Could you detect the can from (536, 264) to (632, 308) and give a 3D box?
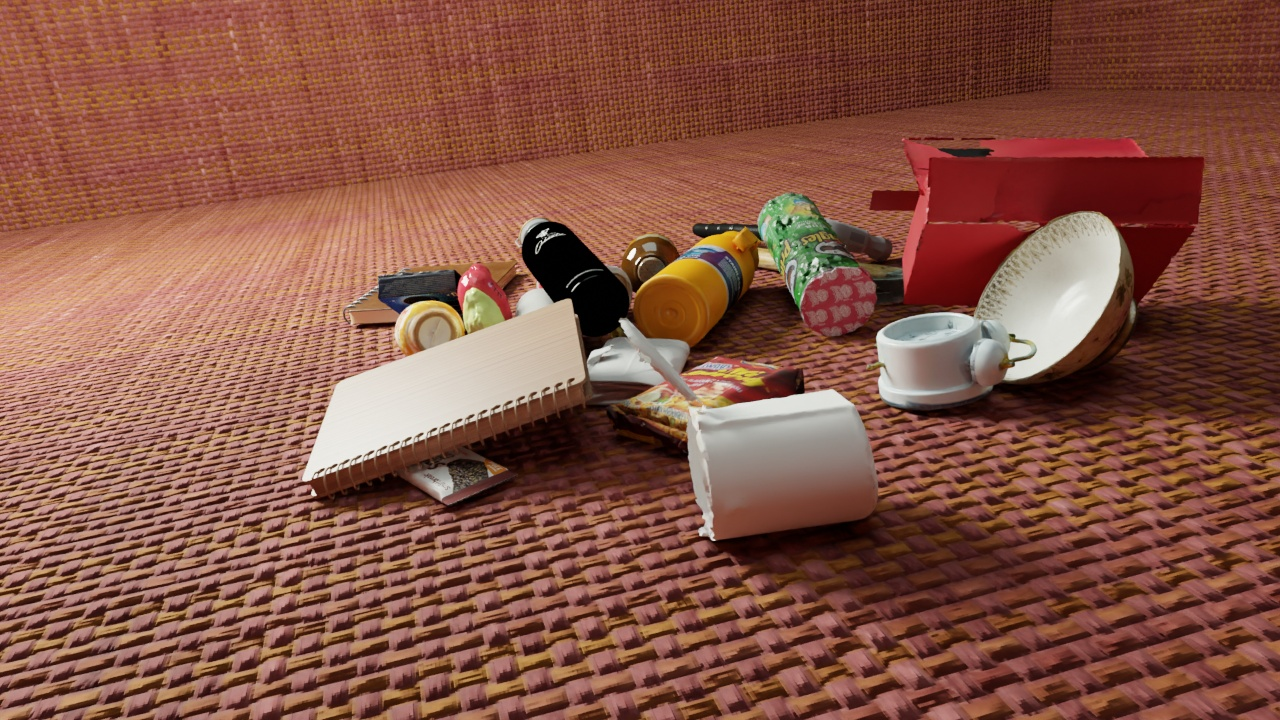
[{"bbox_3d":[-0.063,-0.076,1.002,0.064,0.064,0.105,-21,23,-37],"label":"can"}]

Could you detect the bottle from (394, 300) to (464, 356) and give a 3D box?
[{"bbox_3d":[-0.213,-0.028,0.916,0.063,0.063,0.109,-13,7,-20],"label":"bottle"}]

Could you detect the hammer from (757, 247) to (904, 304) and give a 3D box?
[{"bbox_3d":[0.206,-0.109,1.066,0.132,0.033,0.331,-19,22,-31],"label":"hammer"}]

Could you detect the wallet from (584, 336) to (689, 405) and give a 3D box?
[{"bbox_3d":[-0.005,0.005,0.795,0.086,0.032,0.116,-1,19,9],"label":"wallet"}]

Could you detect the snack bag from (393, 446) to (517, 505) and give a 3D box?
[{"bbox_3d":[-0.156,0.072,0.674,0.056,0.013,0.158,-22,24,-35],"label":"snack bag"}]

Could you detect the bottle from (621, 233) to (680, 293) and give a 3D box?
[{"bbox_3d":[0.013,-0.106,1.027,0.068,0.068,0.157,-6,10,2],"label":"bottle"}]

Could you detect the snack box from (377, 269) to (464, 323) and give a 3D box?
[{"bbox_3d":[-0.217,-0.063,0.975,0.082,0.027,0.150,-7,-10,4],"label":"snack box"}]

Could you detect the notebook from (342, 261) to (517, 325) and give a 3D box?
[{"bbox_3d":[-0.260,-0.089,1.170,0.167,0.024,0.225,-3,18,7],"label":"notebook"}]

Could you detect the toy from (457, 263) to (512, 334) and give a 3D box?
[{"bbox_3d":[-0.152,-0.050,0.909,0.045,0.092,0.135,-16,28,0],"label":"toy"}]

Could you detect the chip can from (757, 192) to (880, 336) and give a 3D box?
[{"bbox_3d":[0.175,-0.106,0.940,0.075,0.075,0.223,-7,29,-2],"label":"chip can"}]

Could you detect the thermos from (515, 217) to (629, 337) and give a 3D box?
[{"bbox_3d":[-0.079,-0.097,0.926,0.061,0.061,0.231,-12,29,-17],"label":"thermos"}]

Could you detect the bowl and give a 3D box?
[{"bbox_3d":[0.329,-0.036,0.705,0.063,0.145,0.145,28,12,-16],"label":"bowl"}]

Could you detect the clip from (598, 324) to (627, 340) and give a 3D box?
[{"bbox_3d":[-0.027,-0.034,0.908,0.044,0.054,0.049,11,44,-4],"label":"clip"}]

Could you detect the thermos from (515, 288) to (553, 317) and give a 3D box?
[{"bbox_3d":[-0.091,-0.016,0.851,0.052,0.052,0.224,-8,19,-4],"label":"thermos"}]

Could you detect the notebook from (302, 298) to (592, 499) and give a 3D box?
[{"bbox_3d":[-0.143,0.025,0.700,0.210,0.022,0.169,-20,26,1],"label":"notebook"}]

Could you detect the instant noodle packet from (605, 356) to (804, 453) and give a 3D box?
[{"bbox_3d":[0.050,0.032,0.687,0.135,0.040,0.099,-23,18,-38],"label":"instant noodle packet"}]

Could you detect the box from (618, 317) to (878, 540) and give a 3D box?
[{"bbox_3d":[0.060,0.031,0.524,0.137,0.143,0.083,-10,16,-4],"label":"box"}]

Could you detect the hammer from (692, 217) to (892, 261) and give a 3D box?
[{"bbox_3d":[0.169,-0.167,1.205,0.127,0.029,0.324,13,1,-32],"label":"hammer"}]

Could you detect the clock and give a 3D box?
[{"bbox_3d":[0.232,0.000,0.685,0.118,0.057,0.083,-6,17,23],"label":"clock"}]

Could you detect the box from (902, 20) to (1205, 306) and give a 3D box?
[{"bbox_3d":[0.336,-0.247,0.693,0.215,0.512,0.140,2,44,8],"label":"box"}]

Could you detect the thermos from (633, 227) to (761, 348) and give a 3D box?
[{"bbox_3d":[0.075,-0.083,0.952,0.092,0.076,0.232,-15,13,26],"label":"thermos"}]
